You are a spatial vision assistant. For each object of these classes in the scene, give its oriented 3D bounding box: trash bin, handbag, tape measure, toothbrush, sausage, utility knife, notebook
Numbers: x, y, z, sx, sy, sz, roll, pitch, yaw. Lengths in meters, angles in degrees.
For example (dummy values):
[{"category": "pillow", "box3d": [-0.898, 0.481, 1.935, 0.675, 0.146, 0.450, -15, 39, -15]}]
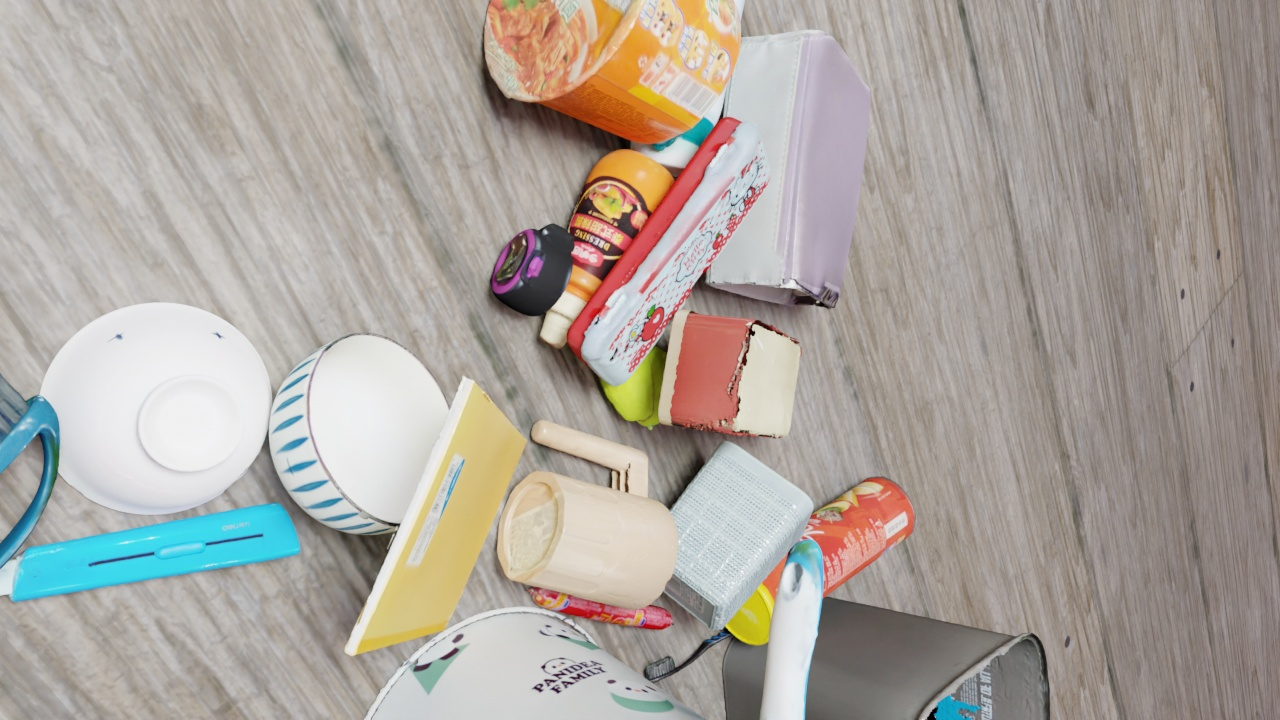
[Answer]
[{"category": "trash bin", "box3d": [-0.029, 0.300, 0.574, 0.229, 0.252, 0.229, -4, 96, -39]}, {"category": "handbag", "box3d": [0.123, -0.148, 0.751, 0.144, 0.099, 0.197, 9, 88, -54]}, {"category": "trash bin", "box3d": [0.205, 0.318, 0.793, 0.198, 0.220, 0.199, -14, 103, -37]}, {"category": "tape measure", "box3d": [-0.075, -0.061, 0.623, 0.039, 0.057, 0.057, 29, 62, -32]}, {"category": "toothbrush", "box3d": [0.075, 0.241, 0.811, 0.189, 0.014, 0.016, -16, 81, -38]}, {"category": "sausage", "box3d": [-0.028, 0.194, 0.716, 0.155, 0.020, 0.020, 24, 79, -39]}, {"category": "utility knife", "box3d": [-0.280, 0.107, 0.497, 0.185, 0.018, 0.034, -5, 99, -38]}, {"category": "notebook", "box3d": [-0.111, 0.097, 0.547, 0.010, 0.206, 0.145, 21, 78, 5]}]

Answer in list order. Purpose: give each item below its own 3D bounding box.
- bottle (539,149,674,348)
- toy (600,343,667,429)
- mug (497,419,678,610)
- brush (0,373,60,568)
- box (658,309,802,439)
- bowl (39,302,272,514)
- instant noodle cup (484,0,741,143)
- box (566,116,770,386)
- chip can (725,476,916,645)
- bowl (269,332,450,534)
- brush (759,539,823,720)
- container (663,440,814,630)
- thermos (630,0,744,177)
[{"category": "bottle", "box3d": [-0.030, -0.076, 0.660, 0.066, 0.067, 0.149, 34, 80, -37]}, {"category": "toy", "box3d": [-0.004, 0.004, 0.706, 0.096, 0.031, 0.100, -4, 93, -40]}, {"category": "mug", "box3d": [-0.038, 0.111, 0.667, 0.103, 0.084, 0.124, 23, 56, -38]}, {"category": "brush", "box3d": [-0.330, 0.075, 0.427, 0.143, 0.055, 0.073, -54, 124, -22]}, {"category": "box", "box3d": [0.081, 0.018, 0.705, 0.168, 0.077, 0.091, 14, 85, -68]}, {"category": "bowl", "box3d": [-0.246, 0.029, 0.486, 0.118, 0.065, 0.118, -5, 97, -39]}, {"category": "instant noodle cup", "box3d": [-0.013, -0.220, 0.607, 0.111, 0.152, 0.151, 18, 83, -47]}, {"category": "box", "box3d": [0.025, -0.074, 0.638, 0.201, 0.047, 0.087, -54, 161, -6]}, {"category": "chip can", "box3d": [0.163, 0.176, 0.838, 0.216, 0.073, 0.073, -22, 109, -36]}, {"category": "bowl", "box3d": [-0.169, 0.048, 0.537, 0.116, 0.066, 0.116, 42, 36, -42]}, {"category": "brush", "box3d": [0.077, 0.255, 0.461, 0.109, 0.061, 0.314, 26, 75, -34]}, {"category": "container", "box3d": [0.066, 0.142, 0.728, 0.111, 0.090, 0.090, -47, 159, -23]}, {"category": "thermos", "box3d": [0.041, -0.249, 0.690, 0.073, 0.073, 0.224, 15, 85, -40]}]
